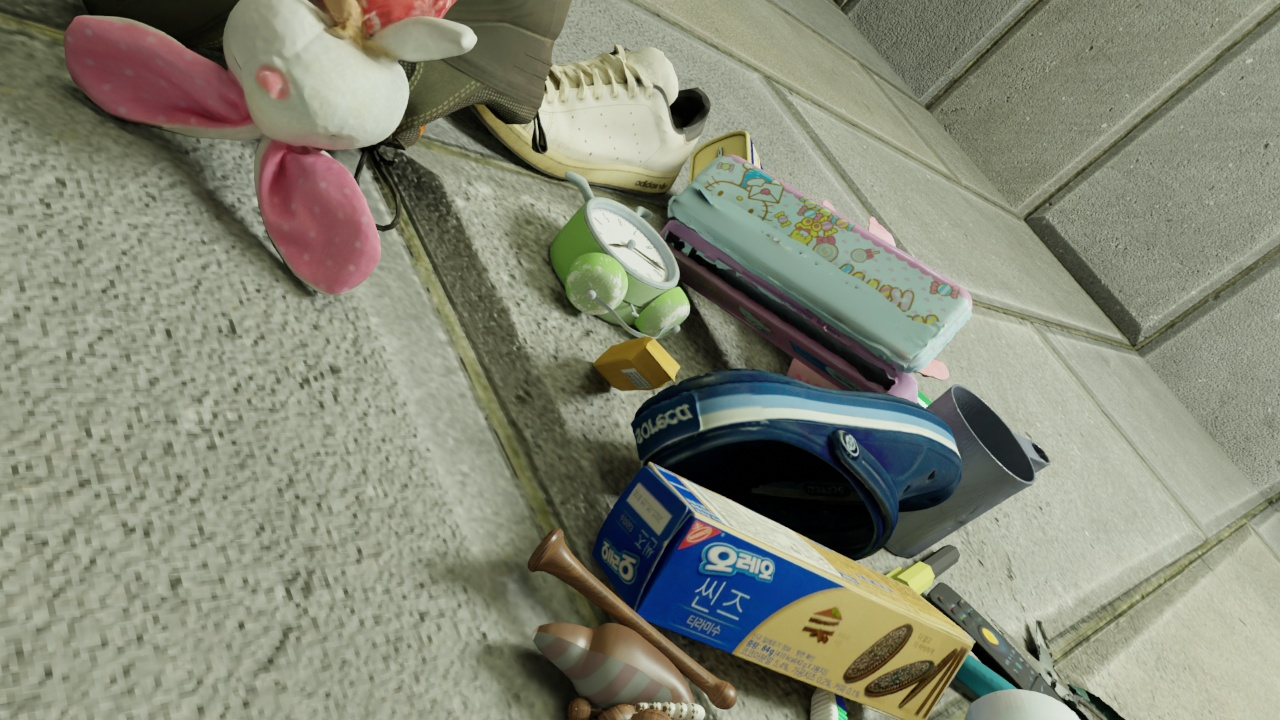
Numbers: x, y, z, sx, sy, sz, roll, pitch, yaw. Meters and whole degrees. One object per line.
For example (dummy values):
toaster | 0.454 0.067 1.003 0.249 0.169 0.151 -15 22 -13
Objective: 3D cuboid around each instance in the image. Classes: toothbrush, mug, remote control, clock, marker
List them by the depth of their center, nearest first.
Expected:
toothbrush | 0.085 0.219 0.400 0.016 0.015 0.186 42 28 -17
remote control | 0.246 0.210 0.600 0.152 0.020 0.041 50 27 20
clock | -0.014 -0.060 0.601 0.094 0.043 0.119 20 37 -38
marker | 0.199 0.147 0.645 0.021 0.017 0.123 24 14 31
mug | 0.225 0.086 0.667 0.123 0.104 0.083 19 38 -41

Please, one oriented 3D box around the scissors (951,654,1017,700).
scissors | 0.190 0.185 0.562 0.156 0.019 0.124 34 -9 34

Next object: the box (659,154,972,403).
box | 0.117 -0.058 0.634 0.214 0.092 0.089 37 -3 25

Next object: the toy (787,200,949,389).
toy | 0.172 -0.041 0.743 0.190 0.088 0.237 37 44 -27

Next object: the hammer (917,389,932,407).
hammer | 0.222 0.010 0.841 0.318 0.032 0.130 40 29 -10

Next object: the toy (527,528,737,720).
toy | -0.012 0.120 0.368 0.102 0.042 0.054 38 67 5

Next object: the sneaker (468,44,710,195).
sneaker | -0.028 -0.196 0.694 0.241 0.103 0.089 4 49 -52

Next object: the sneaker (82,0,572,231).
sneaker | -0.155 -0.150 0.490 0.237 0.143 0.101 -3 23 -15

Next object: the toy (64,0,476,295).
toy | -0.132 -0.139 0.398 0.159 0.194 0.084 45 11 -10

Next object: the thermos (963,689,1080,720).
thermos | 0.184 0.250 0.421 0.099 0.099 0.220 44 24 -3

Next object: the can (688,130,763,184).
can | 0.082 -0.128 0.767 0.116 0.057 0.092 -82 149 -56

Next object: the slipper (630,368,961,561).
slipper | 0.096 0.071 0.524 0.252 0.105 0.095 14 51 -42

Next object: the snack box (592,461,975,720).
snack box | 0.075 0.121 0.458 0.206 0.057 0.056 28 6 -29

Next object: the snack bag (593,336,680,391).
snack bag | -0.003 0.003 0.503 0.026 0.020 0.099 46 -14 -10

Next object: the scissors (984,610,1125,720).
scissors | 0.311 0.267 0.644 0.201 0.015 0.201 44 30 -4
